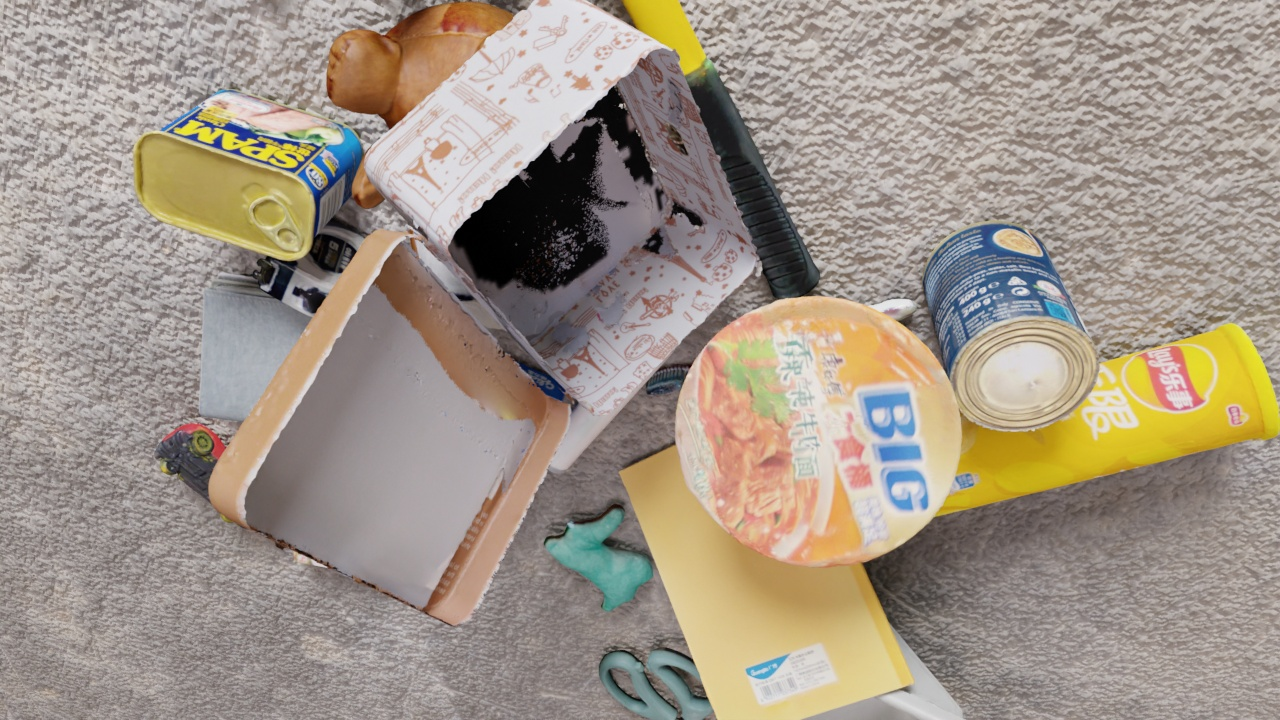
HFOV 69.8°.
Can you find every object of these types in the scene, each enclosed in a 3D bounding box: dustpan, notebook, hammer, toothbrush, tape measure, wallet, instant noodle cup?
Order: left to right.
[{"bbox_3d":[-0.235,-0.004,0.634,0.130,0.037,0.106,8,101,3],"label":"wallet"},{"bbox_3d":[-0.200,-0.057,0.584,0.066,0.065,0.034,32,128,-11],"label":"tape measure"},{"bbox_3d":[-0.004,0.004,0.620,0.222,0.026,0.026,-49,62,32],"label":"toothbrush"},{"bbox_3d":[0.026,-0.155,0.493,0.129,0.032,0.301,-26,120,12],"label":"hammer"},{"bbox_3d":[0.080,0.144,0.637,0.146,0.010,0.206,-29,75,25],"label":"notebook"},{"bbox_3d":[0.088,-0.007,0.604,0.188,0.017,0.016,-16,121,20],"label":"toothbrush"},{"bbox_3d":[0.105,0.031,0.540,0.151,0.111,0.151,3,102,15],"label":"instant noodle cup"},{"bbox_3d":[0.154,0.292,0.700,0.142,0.257,0.223,-26,120,-3],"label":"dustpan"}]

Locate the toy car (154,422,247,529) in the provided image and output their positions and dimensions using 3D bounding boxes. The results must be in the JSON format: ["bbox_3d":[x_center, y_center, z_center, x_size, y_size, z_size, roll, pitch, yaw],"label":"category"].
[{"bbox_3d":[-0.332,0.093,0.731,0.049,0.031,0.106,-28,115,26],"label":"toy car"}]

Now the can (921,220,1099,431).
[{"bbox_3d":[0.205,-0.021,0.519,0.075,0.111,0.075,4,125,6],"label":"can"}]

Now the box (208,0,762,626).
[{"bbox_3d":[-0.066,-0.015,0.434,0.260,0.103,0.178,-46,146,-7],"label":"box"}]

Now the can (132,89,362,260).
[{"bbox_3d":[-0.225,-0.112,0.538,0.102,0.083,0.057,17,126,-4],"label":"can"}]

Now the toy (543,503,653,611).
[{"bbox_3d":[-0.030,0.155,0.730,0.092,0.030,0.097,34,117,-18],"label":"toy"}]

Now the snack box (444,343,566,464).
[{"bbox_3d":[-0.122,0.061,0.678,0.084,0.026,0.157,25,125,-8],"label":"snack box"}]

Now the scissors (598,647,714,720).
[{"bbox_3d":[0.049,0.310,0.825,0.185,0.019,0.130,43,130,-20],"label":"scissors"}]

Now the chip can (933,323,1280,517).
[{"bbox_3d":[0.269,0.042,0.579,0.214,0.071,0.072,-18,120,21],"label":"chip can"}]

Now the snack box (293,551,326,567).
[{"bbox_3d":[-0.242,0.108,0.731,0.075,0.025,0.153,11,126,1],"label":"snack box"}]

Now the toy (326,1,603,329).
[{"bbox_3d":[-0.089,-0.091,0.516,0.140,0.130,0.200,4,135,9],"label":"toy"}]
